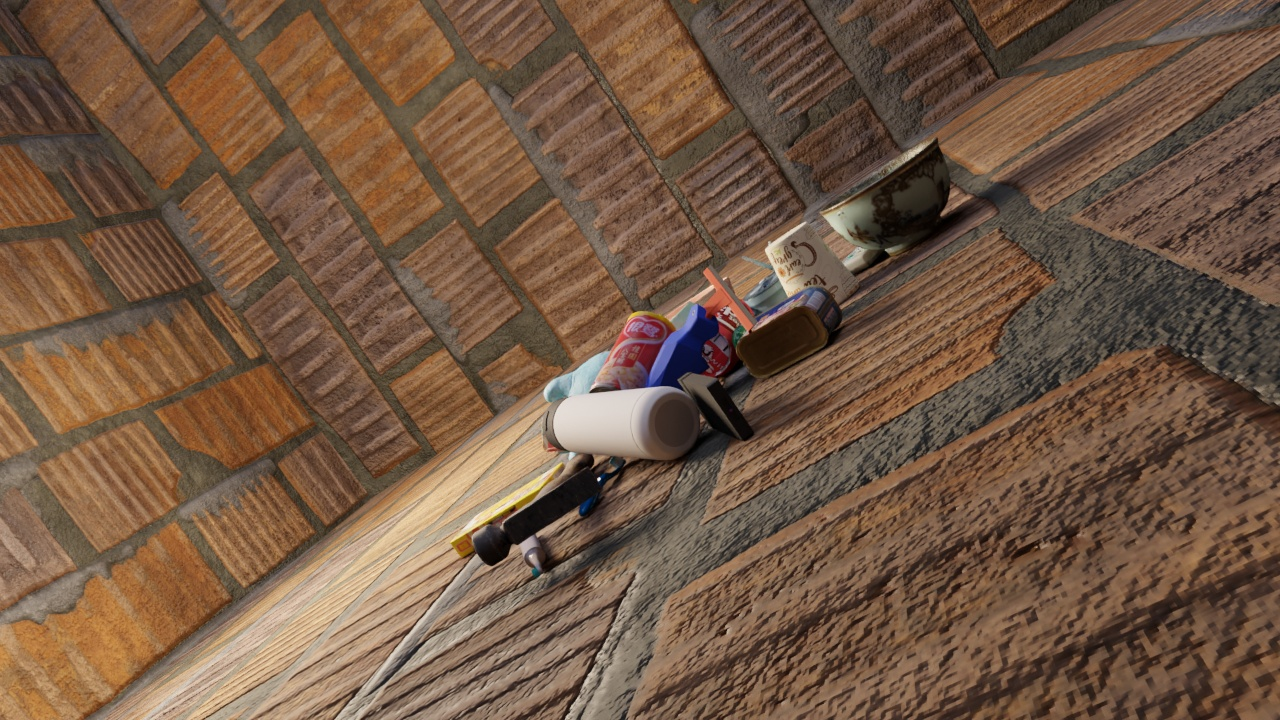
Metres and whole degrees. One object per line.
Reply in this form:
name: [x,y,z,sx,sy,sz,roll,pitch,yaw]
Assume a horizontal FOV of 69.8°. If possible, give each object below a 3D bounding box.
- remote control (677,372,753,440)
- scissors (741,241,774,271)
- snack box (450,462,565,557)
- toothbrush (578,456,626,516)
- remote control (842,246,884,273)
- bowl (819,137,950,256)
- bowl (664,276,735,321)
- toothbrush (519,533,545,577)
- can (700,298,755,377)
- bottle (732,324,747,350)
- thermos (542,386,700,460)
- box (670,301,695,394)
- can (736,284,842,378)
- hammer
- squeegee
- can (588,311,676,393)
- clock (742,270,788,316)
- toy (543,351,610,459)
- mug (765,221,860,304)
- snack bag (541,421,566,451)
remote control: [0.066,0.039,0.825,0.013,0.058,0.133,-35,7,-6]
scissors: [0.203,-0.126,1.267,0.117,0.130,0.014,-11,49,20]
snack box: [-0.154,0.179,1.101,0.152,0.025,0.075,-33,6,23]
toothbrush: [-0.040,0.125,0.933,0.021,0.016,0.132,-45,0,24]
remote control: [0.304,-0.147,1.194,0.050,0.022,0.133,-30,7,45]
bowl: [0.308,-0.184,1.105,0.160,0.094,0.160,-34,5,3]
bowl: [0.092,-0.056,1.400,0.153,0.076,0.153,-34,4,3]
toothbrush: [-0.100,0.176,0.847,0.019,0.018,0.188,-34,5,-10]
can: [0.098,-0.031,1.147,0.075,0.074,0.142,-32,6,24]
bottle: [0.153,-0.036,1.042,0.042,0.042,0.110,-39,8,-38]
thermos: [-0.015,0.067,0.946,0.101,0.068,0.230,11,-9,-31]
box: [0.052,-0.017,1.223,0.078,0.091,0.187,-30,7,32]
can: [0.150,-0.029,0.929,0.100,0.054,0.058,-32,7,33]
hammer: [-0.076,0.126,0.936,0.120,0.033,0.330,-32,0,5]
squeegee: [0.046,-0.001,1.008,0.249,0.055,0.185,-108,41,-70]
can: [-0.006,0.006,1.077,0.067,0.066,0.124,-28,28,50]
clock: [0.175,-0.081,1.232,0.125,0.051,0.088,-34,9,30]
toy: [-0.071,0.056,1.220,0.181,0.115,0.183,-36,29,41]
mug: [0.199,-0.110,1.103,0.081,0.097,0.122,-34,5,8]
snack bag: [-0.043,0.072,1.100,0.155,0.044,0.087,-12,40,22]
